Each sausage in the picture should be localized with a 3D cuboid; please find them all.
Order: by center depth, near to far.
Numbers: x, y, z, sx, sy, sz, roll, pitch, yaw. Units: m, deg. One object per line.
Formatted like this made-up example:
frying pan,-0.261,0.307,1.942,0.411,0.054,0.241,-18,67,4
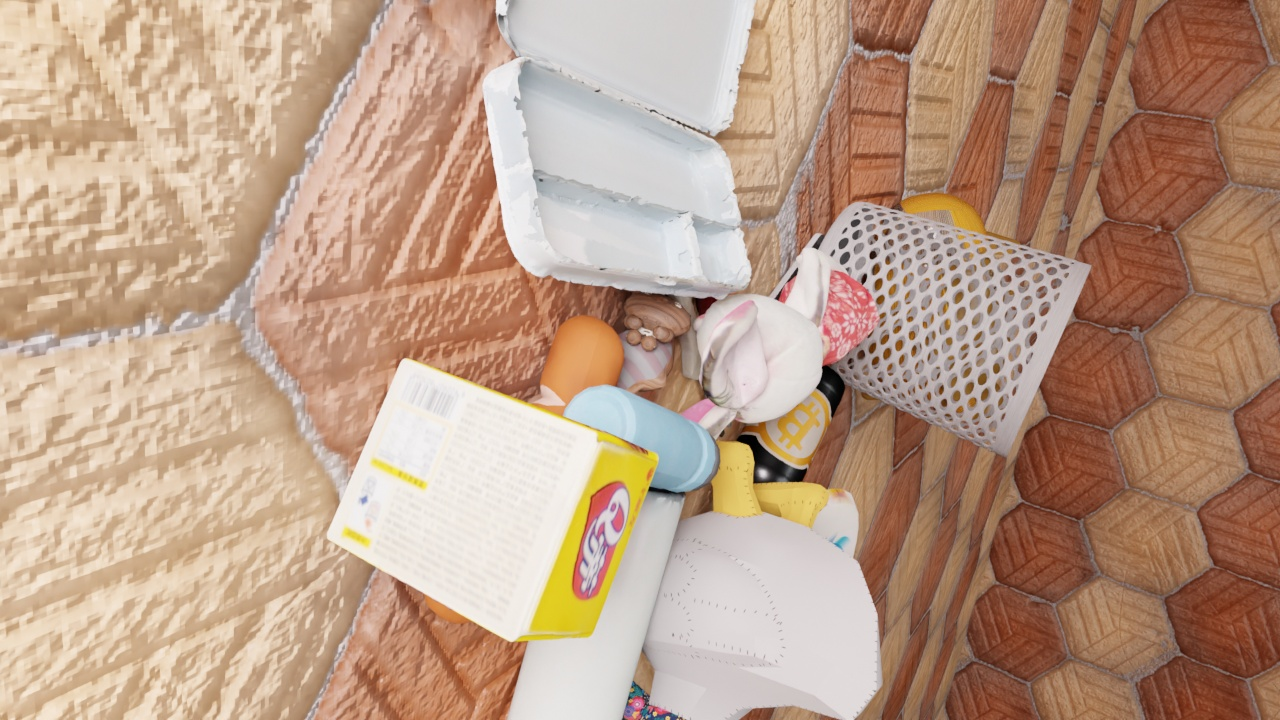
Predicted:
sausage,-0.053,0.053,0.453,0.164,0.044,0.039,-63,-175,-15

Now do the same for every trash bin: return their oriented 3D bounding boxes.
trash bin,0.231,-0.032,0.728,0.156,0.183,0.157,-49,153,-37

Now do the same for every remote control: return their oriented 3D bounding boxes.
remote control,0.111,-0.041,0.715,0.146,0.008,0.045,-51,145,-32

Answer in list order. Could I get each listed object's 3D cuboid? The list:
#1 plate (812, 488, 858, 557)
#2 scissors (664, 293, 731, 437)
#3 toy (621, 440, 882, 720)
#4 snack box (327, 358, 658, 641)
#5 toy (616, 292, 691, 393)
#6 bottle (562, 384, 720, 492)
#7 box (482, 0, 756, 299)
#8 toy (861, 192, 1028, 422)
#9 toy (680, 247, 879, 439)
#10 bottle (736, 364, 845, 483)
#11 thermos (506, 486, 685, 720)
plate,0.114,0.204,0.781,0.186,0.016,0.187,-9,117,-33
scissors,0.045,-0.015,0.612,0.187,0.015,0.146,15,93,-63
toy,0.051,0.187,0.576,0.141,0.247,0.267,29,62,-28
snack box,-0.059,0.057,0.380,0.061,0.106,0.083,31,79,-60
toy,-0.003,0.003,0.515,0.055,0.041,0.101,105,11,-56
bottle,0.006,0.043,0.463,0.130,0.040,0.040,28,82,-62
box,0.001,-0.125,0.447,0.209,0.061,0.192,-5,92,-60
toy,0.283,-0.060,0.863,0.198,0.162,0.203,-82,162,-63
toy,0.080,-0.011,0.573,0.193,0.084,0.159,-41,164,-35
bottle,0.097,0.084,0.711,0.181,0.059,0.059,-60,149,-19
thermos,-0.035,0.175,0.532,0.067,0.068,0.230,5,101,-60
